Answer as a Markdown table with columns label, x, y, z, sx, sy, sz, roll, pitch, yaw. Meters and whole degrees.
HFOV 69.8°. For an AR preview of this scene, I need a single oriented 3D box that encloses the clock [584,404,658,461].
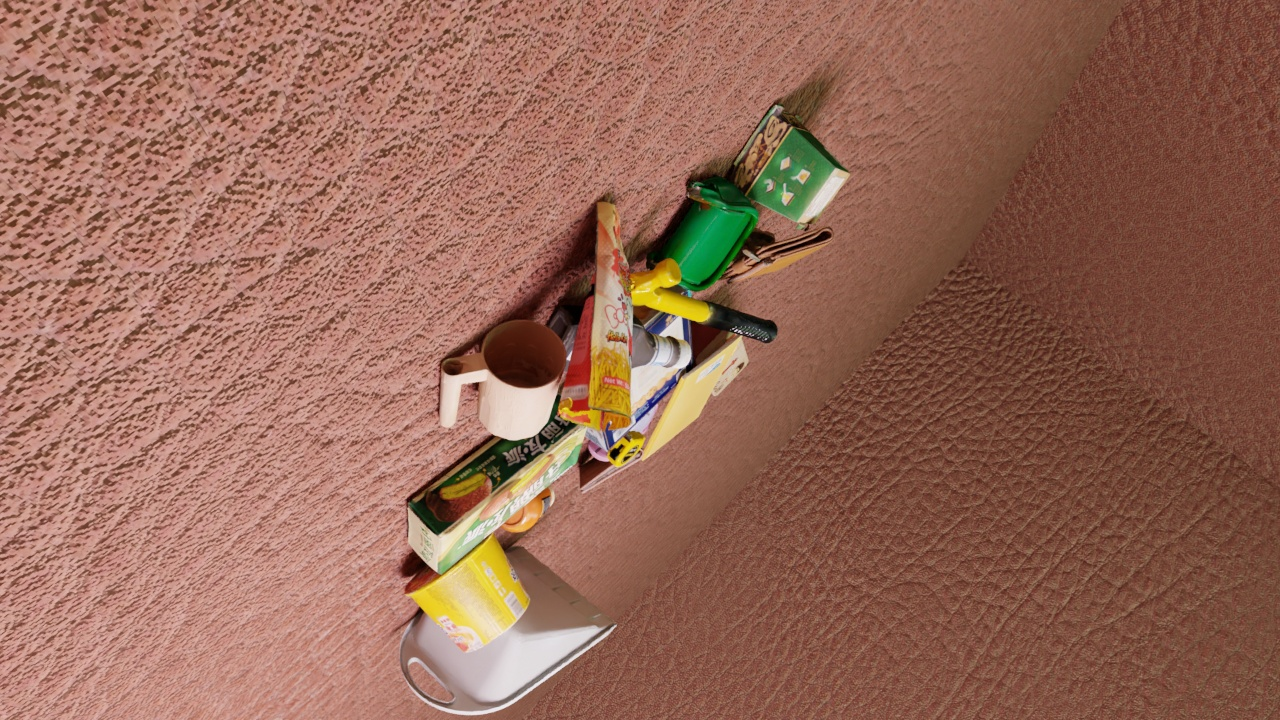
| label | x | y | z | sx | sy | sz | roll | pitch | yaw |
| --- | --- | --- | --- | --- | --- | --- | --- | --- | --- |
| clock | -0.030 | 0.090 | 1.359 | 0.117 | 0.060 | 0.159 | -40 | 163 | -24 |

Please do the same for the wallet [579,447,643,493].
| label | x | y | z | sx | sy | sz | roll | pitch | yaw |
| --- | --- | --- | --- | --- | --- | --- | --- | --- | --- |
| wallet | -0.047 | 0.156 | 1.422 | 0.115 | 0.020 | 0.101 | -34 | -167 | 3 |

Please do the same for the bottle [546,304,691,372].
| label | x | y | z | sx | sy | sz | roll | pitch | yaw |
| --- | --- | --- | --- | --- | --- | --- | --- | --- | --- |
| bottle | -0.022 | -0.017 | 1.049 | 0.194 | 0.044 | 0.080 | 7 | 125 | -42 |

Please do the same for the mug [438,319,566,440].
| label | x | y | z | sx | sy | sz | roll | pitch | yaw |
| --- | --- | --- | --- | --- | --- | --- | --- | --- | --- |
| mug | -0.142 | 0.026 | 0.928 | 0.124 | 0.084 | 0.104 | -12 | 149 | -23 |

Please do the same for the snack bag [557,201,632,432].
| label | x | y | z | sx | sy | sz | roll | pitch | yaw |
| --- | --- | --- | --- | --- | --- | --- | --- | --- | --- |
| snack bag | -0.036 | -0.039 | 0.918 | 0.129 | 0.073 | 0.207 | 72 | 23 | -70 |

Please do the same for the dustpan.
| label | x | y | z | sx | sy | sz | roll | pitch | yaw |
| --- | --- | --- | --- | --- | --- | --- | --- | --- | --- |
| dustpan | -0.210 | 0.398 | 1.331 | 0.257 | 0.223 | 0.143 | 9 | 109 | -58 |

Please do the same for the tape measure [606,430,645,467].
| label | x | y | z | sx | sy | sz | roll | pitch | yaw |
| --- | --- | --- | --- | --- | --- | --- | --- | --- | --- |
| tape measure | -0.023 | 0.122 | 1.296 | 0.057 | 0.029 | 0.060 | -52 | 162 | 12 |

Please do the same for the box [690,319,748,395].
| label | x | y | z | sx | sy | sz | roll | pitch | yaw |
| --- | --- | --- | --- | --- | --- | --- | --- | --- | --- |
| box | 0.107 | -0.021 | 1.451 | 0.091 | 0.080 | 0.168 | -46 | 157 | -6 |

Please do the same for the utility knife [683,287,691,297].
| label | x | y | z | sx | sy | sz | roll | pitch | yaw |
| --- | --- | --- | --- | --- | --- | --- | --- | --- | --- |
| utility knife | 0.058 | -0.103 | 1.238 | 0.029 | 0.013 | 0.151 | -47 | 161 | -16 |

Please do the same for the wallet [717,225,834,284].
| label | x | y | z | sx | sy | sz | roll | pitch | yaw |
| --- | --- | --- | --- | --- | --- | --- | --- | --- | --- |
| wallet | 0.163 | -0.127 | 1.159 | 0.118 | 0.035 | 0.131 | -15 | 176 | -24 |

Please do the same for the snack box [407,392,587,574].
| label | x | y | z | sx | sy | sz | roll | pitch | yaw |
| --- | --- | --- | --- | --- | --- | --- | --- | --- | --- |
| snack box | -0.172 | 0.146 | 1.120 | 0.239 | 0.063 | 0.115 | -38 | 162 | -32 |

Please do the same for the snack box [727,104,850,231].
| label | x | y | z | sx | sy | sz | roll | pitch | yaw |
| --- | --- | --- | --- | --- | --- | --- | --- | --- | --- |
| snack box | 0.188 | -0.230 | 1.122 | 0.118 | 0.105 | 0.118 | -56 | 163 | 21 |

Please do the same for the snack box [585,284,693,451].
| label | x | y | z | sx | sy | sz | roll | pitch | yaw |
| --- | --- | --- | --- | --- | --- | --- | --- | --- | --- |
| snack box | -0.007 | 0.007 | 1.205 | 0.177 | 0.046 | 0.183 | -42 | 150 | -22 |

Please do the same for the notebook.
| label | x | y | z | sx | sy | sz | roll | pitch | yaw |
| --- | --- | --- | --- | --- | --- | --- | --- | --- | --- |
| notebook | 0.075 | 0.057 | 1.379 | 0.145 | 0.010 | 0.207 | -35 | 159 | -38 |

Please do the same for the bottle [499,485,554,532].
| label | x | y | z | sx | sy | sz | roll | pitch | yaw |
| --- | --- | --- | --- | --- | --- | --- | --- | --- | --- |
| bottle | -0.156 | 0.198 | 1.290 | 0.067 | 0.067 | 0.149 | -51 | 170 | 9 |

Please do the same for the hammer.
| label | x | y | z | sx | sy | sz | roll | pitch | yaw |
| --- | --- | --- | --- | --- | --- | --- | --- | --- | --- |
| hammer | 0.074 | -0.059 | 1.116 | 0.129 | 0.032 | 0.300 | -20 | 159 | 37 |

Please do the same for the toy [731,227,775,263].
| label | x | y | z | sx | sy | sz | roll | pitch | yaw |
| --- | --- | --- | --- | --- | --- | --- | --- | --- | --- |
| toy | 0.129 | -0.161 | 1.222 | 0.105 | 0.066 | 0.157 | -10 | -178 | 22 |

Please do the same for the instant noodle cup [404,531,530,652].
| label | x | y | z | sx | sy | sz | roll | pitch | yaw |
| --- | --- | --- | --- | --- | --- | --- | --- | --- | --- |
| instant noodle cup | -0.216 | 0.297 | 1.179 | 0.138 | 0.110 | 0.138 | -33 | -172 | 5 |

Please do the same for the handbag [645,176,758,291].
| label | x | y | z | sx | sy | sz | roll | pitch | yaw |
| --- | --- | --- | --- | --- | --- | --- | --- | --- | --- |
| handbag | 0.069 | -0.151 | 1.083 | 0.120 | 0.068 | 0.131 | -2 | 133 | -56 |
